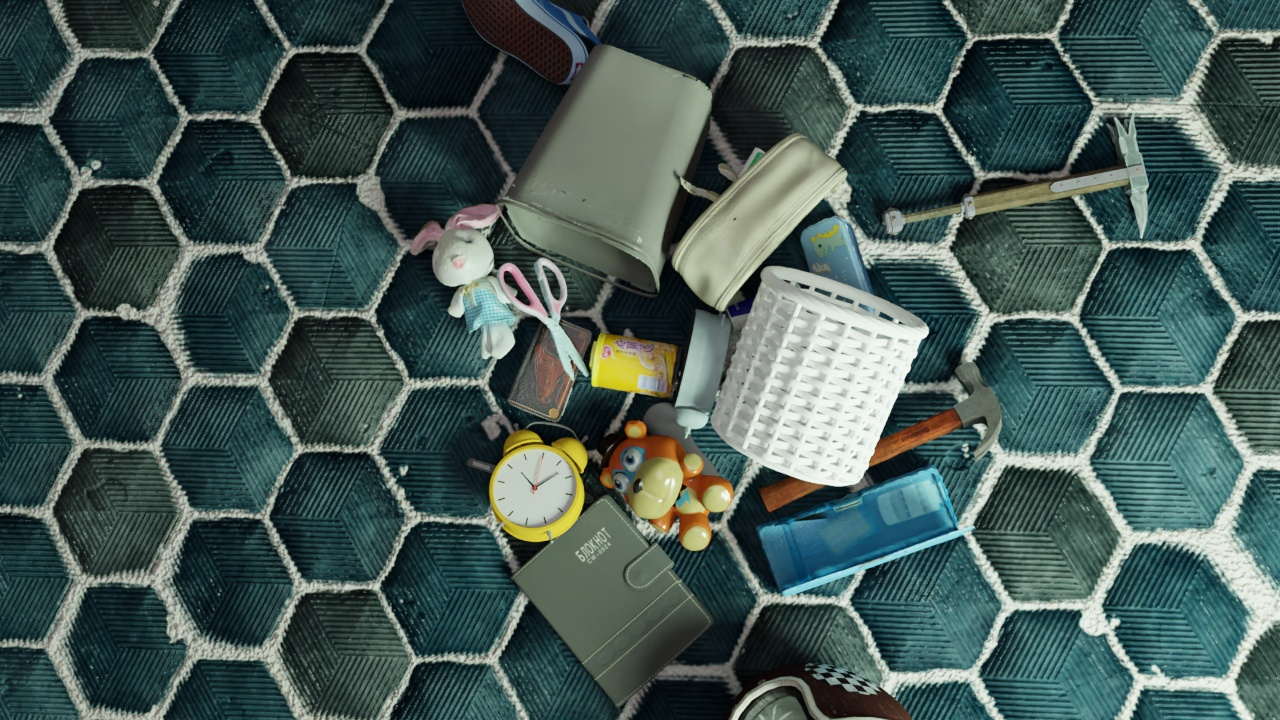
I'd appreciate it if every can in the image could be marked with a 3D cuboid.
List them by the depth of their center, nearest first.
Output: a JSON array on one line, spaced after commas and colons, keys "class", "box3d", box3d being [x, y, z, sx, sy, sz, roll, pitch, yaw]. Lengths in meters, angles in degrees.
[{"class": "can", "box3d": [-0.007, 0.007, 1.123, 0.105, 0.067, 0.067, 9, 87, 5]}, {"class": "can", "box3d": [0.153, -0.067, 1.132, 0.095, 0.032, 0.032, -22, 85, 3]}]

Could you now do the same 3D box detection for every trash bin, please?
[{"class": "trash bin", "box3d": [-0.028, -0.223, 1.082, 0.197, 0.197, 0.220, 23, 83, 7]}]

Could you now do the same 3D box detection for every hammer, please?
[{"class": "hammer", "box3d": [0.285, 0.110, 1.101, 0.301, 0.028, 0.111, -25, 54, 8]}, {"class": "hammer", "box3d": [0.454, -0.195, 1.119, 0.317, 0.028, 0.147, -11, 85, 4]}]

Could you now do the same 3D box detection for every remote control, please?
[{"class": "remote control", "box3d": [0.048, 0.108, 1.142, 0.046, 0.009, 0.124, -33, 85, 2]}]

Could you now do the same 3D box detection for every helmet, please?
[{"class": "helmet", "box3d": [0.193, 0.455, 0.988, 0.233, 0.254, 0.233, 3, 92, -20]}]

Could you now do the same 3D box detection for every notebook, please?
[{"class": "notebook", "box3d": [-0.033, 0.292, 1.130, 0.169, 0.029, 0.209, -42, 86, 2]}]

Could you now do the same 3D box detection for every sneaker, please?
[{"class": "sneaker", "box3d": [-0.132, -0.427, 1.166, 0.241, 0.098, 0.084, 45, 128, 20]}]

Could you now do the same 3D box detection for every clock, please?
[{"class": "clock", "box3d": [0.070, 0.015, 1.092, 0.045, 0.122, 0.159, 12, 101, 1]}, {"class": "clock", "box3d": [-0.124, 0.146, 1.118, 0.113, 0.052, 0.151, 10, 65, 5]}]

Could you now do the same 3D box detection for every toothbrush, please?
[{"class": "toothbrush", "box3d": [-0.139, 0.151, 1.153, 0.167, 0.013, 0.013, 16, 88, 7]}]

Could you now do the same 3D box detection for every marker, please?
[{"class": "marker", "box3d": [0.112, -0.201, 1.150, 0.017, 0.017, 0.145, 31, 89, 5]}]

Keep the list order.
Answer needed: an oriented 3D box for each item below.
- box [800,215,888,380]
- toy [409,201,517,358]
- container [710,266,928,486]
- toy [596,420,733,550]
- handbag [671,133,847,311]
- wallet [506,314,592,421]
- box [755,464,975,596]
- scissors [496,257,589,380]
[{"class": "box", "box3d": [0.252, -0.071, 1.111, 0.069, 0.064, 0.210, -17, 85, 5]}, {"class": "toy", "box3d": [-0.214, -0.096, 1.127, 0.131, 0.105, 0.205, -20, 84, 6]}, {"class": "container", "box3d": [0.195, 0.014, 1.025, 0.189, 0.189, 0.187, 20, 106, 5]}, {"class": "toy", "box3d": [0.025, 0.144, 1.099, 0.176, 0.096, 0.112, 35, 115, 27]}, {"class": "handbag", "box3d": [0.127, -0.173, 1.067, 0.132, 0.184, 0.229, 44, 92, 10]}, {"class": "wallet", "box3d": [-0.113, 0.009, 1.154, 0.072, 0.019, 0.123, 22, 89, 1]}, {"class": "box", "box3d": [0.260, 0.205, 1.070, 0.231, 0.110, 0.094, -19, 86, 3]}, {"class": "scissors", "box3d": [-0.098, -0.054, 1.131, 0.179, 0.108, 0.016, 54, 133, 5]}]
